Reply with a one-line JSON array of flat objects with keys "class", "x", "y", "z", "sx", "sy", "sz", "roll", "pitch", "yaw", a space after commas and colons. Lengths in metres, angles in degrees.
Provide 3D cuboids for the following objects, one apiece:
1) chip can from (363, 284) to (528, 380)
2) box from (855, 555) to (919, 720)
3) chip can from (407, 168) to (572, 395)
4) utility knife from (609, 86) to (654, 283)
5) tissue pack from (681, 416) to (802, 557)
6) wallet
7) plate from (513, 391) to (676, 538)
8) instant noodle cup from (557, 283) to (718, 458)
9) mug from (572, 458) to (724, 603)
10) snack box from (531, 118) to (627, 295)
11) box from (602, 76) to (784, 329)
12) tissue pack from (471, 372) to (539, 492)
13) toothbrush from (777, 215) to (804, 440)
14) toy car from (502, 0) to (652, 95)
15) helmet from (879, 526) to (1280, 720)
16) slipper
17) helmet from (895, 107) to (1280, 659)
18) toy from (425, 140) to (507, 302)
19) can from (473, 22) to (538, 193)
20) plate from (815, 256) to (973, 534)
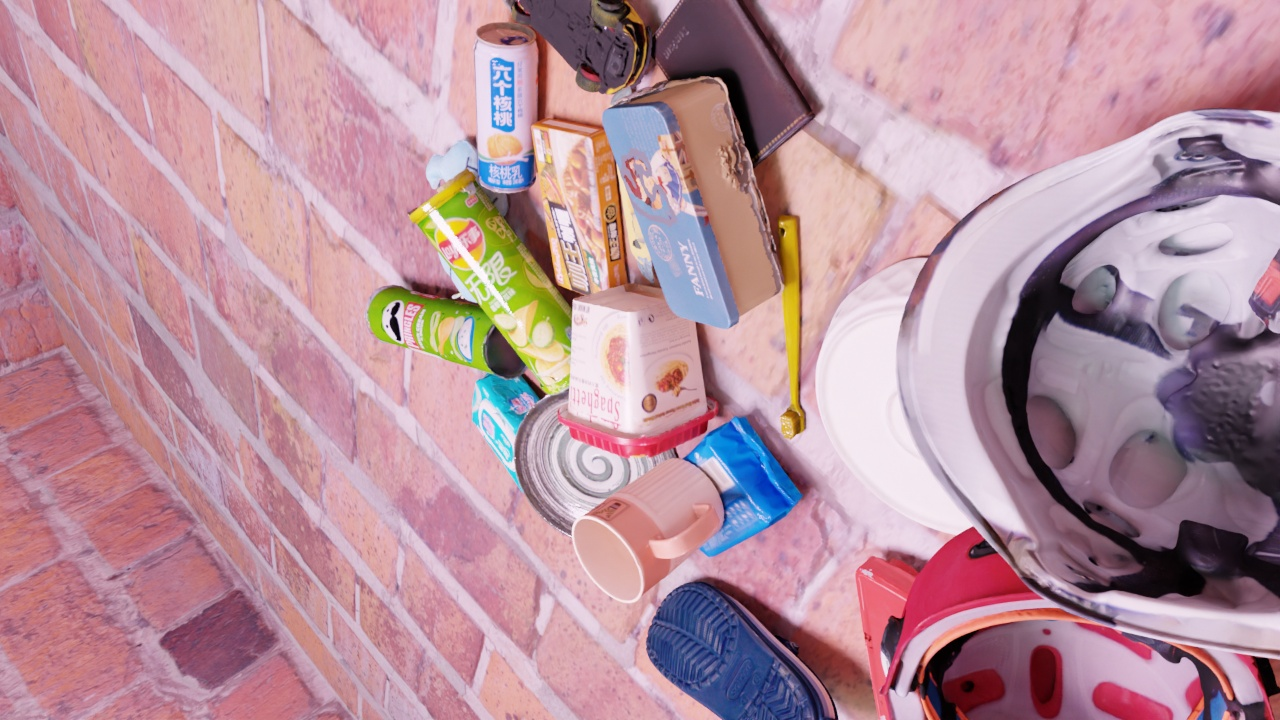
[{"class": "chip can", "x": -0.215, "y": -0.035, "z": 1.021, "sx": 0.236, "sy": 0.072, "sz": 0.072, "roll": 14, "pitch": 126, "yaw": 42}, {"class": "box", "x": 0.249, "y": 0.254, "z": 0.725, "sx": 0.161, "sy": 0.058, "sz": 0.201, "roll": 10, "pitch": 124, "yaw": 41}, {"class": "chip can", "x": -0.121, "y": -0.068, "z": 0.857, "sx": 0.221, "sy": 0.072, "sz": 0.073, "roll": 53, "pitch": 145, "yaw": -13}, {"class": "utility knife", "x": -0.004, "y": -0.141, "z": 0.752, "sx": 0.031, "sy": 0.018, "sz": 0.167, "roll": 24, "pitch": 137, "yaw": 45}, {"class": "tissue pack", "x": 0.074, "y": 0.115, "z": 0.817, "sx": 0.095, "sy": 0.052, "sz": 0.158, "roll": 54, "pitch": 144, "yaw": 8}, {"class": "wallet", "x": 0.059, "y": -0.194, "z": 0.632, "sx": 0.122, "sy": 0.020, "sz": 0.097, "roll": 58, "pitch": 147, "yaw": 0}, {"class": "plate", "x": -0.043, "y": 0.107, "z": 0.927, "sx": 0.180, "sy": 0.024, "sz": 0.180, "roll": 7, "pitch": 112, "yaw": 18}, {"class": "instant noodle cup", "x": -0.005, "y": 0.005, "z": 0.784, "sx": 0.116, "sy": 0.116, "sz": 0.124, "roll": 14, "pitch": 115, "yaw": 43}, {"class": "mug", "x": 0.017, "y": 0.139, "z": 0.764, "sx": 0.115, "sy": 0.105, "sz": 0.081, "roll": -15, "pitch": 103, "yaw": 53}, {"class": "snack box", "x": -0.051, "y": -0.129, "z": 0.800, "sx": 0.075, "sy": 0.026, "sz": 0.154, "roll": 23, "pitch": 132, "yaw": 38}, {"class": "box", "x": 0.041, "y": -0.107, "z": 0.661, "sx": 0.090, "sy": 0.062, "sz": 0.184, "roll": 19, "pitch": 133, "yaw": 59}, {"class": "tissue pack", "x": -0.136, "y": 0.078, "z": 1.018, "sx": 0.133, "sy": 0.050, "sz": 0.093, "roll": 48, "pitch": 145, "yaw": 27}, {"class": "toothbrush", "x": 0.113, "y": -0.020, "z": 0.701, "sx": 0.016, "sy": 0.016, "sz": 0.190, "roll": 20, "pitch": 130, "yaw": 38}, {"class": "toy car", "x": -0.052, "y": -0.264, "z": 0.686, "sx": 0.156, "sy": 0.041, "sz": 0.071, "roll": 47, "pitch": 143, "yaw": 21}, {"class": "helmet", "x": 0.254, "y": 0.167, "z": 0.556, "sx": 0.207, "sy": 0.143, "sz": 0.240, "roll": -1, "pitch": 128, "yaw": 19}, {"class": "slipper", "x": 0.105, "y": 0.299, "z": 0.892, "sx": 0.095, "sy": 0.105, "sz": 0.253, "roll": 28, "pitch": 176, "yaw": -34}, {"class": "helmet", "x": 0.267, "y": 0.013, "z": 0.423, "sx": 0.259, "sy": 0.145, "sz": 0.229, "roll": 10, "pitch": 87, "yaw": 45}, {"class": "toy", "x": -0.168, "y": -0.126, "z": 0.917, "sx": 0.161, "sy": 0.049, "sz": 0.157, "roll": 49, "pitch": 136, "yaw": 9}, {"class": "can", "x": -0.115, "y": -0.215, "z": 0.785, "sx": 0.053, "sy": 0.053, "sz": 0.135, "roll": 34, "pitch": 138, "yaw": 28}, {"class": "plate", "x": 0.203, "y": 0.033, "z": 0.616, "sx": 0.205, "sy": 0.045, "sz": 0.205, "roll": 30, "pitch": 137, "yaw": 32}]
